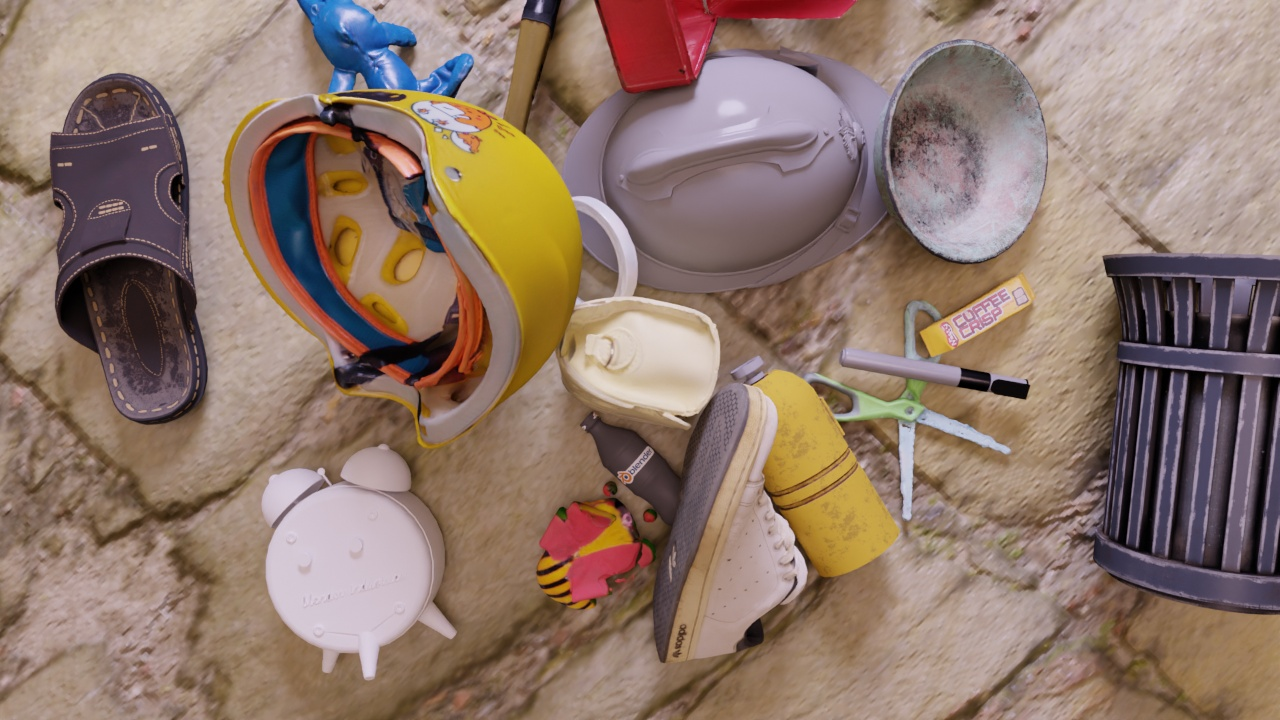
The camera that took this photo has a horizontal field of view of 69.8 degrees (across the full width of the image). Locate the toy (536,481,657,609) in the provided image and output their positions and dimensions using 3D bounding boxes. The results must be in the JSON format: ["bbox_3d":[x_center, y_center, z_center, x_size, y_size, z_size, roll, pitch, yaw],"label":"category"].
[{"bbox_3d":[-0.038,0.146,0.707,0.084,0.046,0.103,35,95,-19],"label":"toy"}]

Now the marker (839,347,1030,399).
[{"bbox_3d":[0.222,0.009,0.696,0.140,0.016,0.016,10,92,2],"label":"marker"}]

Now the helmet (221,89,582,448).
[{"bbox_3d":[-0.134,-0.079,0.584,0.240,0.139,0.210,32,131,24],"label":"helmet"}]

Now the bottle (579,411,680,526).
[{"bbox_3d":[-0.002,0.081,0.705,0.110,0.036,0.036,43,92,0],"label":"bottle"}]

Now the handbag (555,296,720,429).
[{"bbox_3d":[-0.004,0.004,0.662,0.111,0.119,0.081,10,84,0],"label":"handbag"}]

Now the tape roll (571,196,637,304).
[{"bbox_3d":[-0.041,-0.075,0.684,0.093,0.013,0.093,20,123,35],"label":"tape roll"}]

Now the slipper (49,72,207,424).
[{"bbox_3d":[-0.389,-0.084,0.690,0.113,0.075,0.268,-7,91,1],"label":"slipper"}]

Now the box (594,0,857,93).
[{"bbox_3d":[0.032,-0.279,0.610,0.168,0.154,0.157,-43,131,-24],"label":"box"}]

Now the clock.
[{"bbox_3d":[-0.217,0.153,0.694,0.125,0.073,0.161,-16,91,2],"label":"clock"}]

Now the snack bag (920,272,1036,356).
[{"bbox_3d":[0.258,-0.035,0.698,0.099,0.020,0.026,-28,90,-10],"label":"snack bag"}]

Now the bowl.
[{"bbox_3d":[0.227,-0.149,0.671,0.157,0.039,0.157,-2,95,-25],"label":"bowl"}]

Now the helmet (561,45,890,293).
[{"bbox_3d":[0.074,-0.146,0.657,0.271,0.117,0.183,-11,91,0],"label":"helmet"}]

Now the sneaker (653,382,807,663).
[{"bbox_3d":[0.075,0.128,0.648,0.102,0.088,0.242,7,124,-8],"label":"sneaker"}]

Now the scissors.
[{"bbox_3d":[0.209,0.035,0.710,0.171,0.022,0.174,19,87,-1],"label":"scissors"}]

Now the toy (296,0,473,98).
[{"bbox_3d":[-0.194,-0.228,0.688,0.113,0.071,0.176,-37,91,13],"label":"toy"}]

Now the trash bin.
[{"bbox_3d":[0.402,0.045,0.637,0.164,0.164,0.227,3,95,1],"label":"trash bin"}]

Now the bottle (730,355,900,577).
[{"bbox_3d":[0.121,0.072,0.686,0.071,0.071,0.164,-31,91,2],"label":"bottle"}]

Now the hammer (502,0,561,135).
[{"bbox_3d":[-0.070,-0.267,0.670,0.025,0.118,0.333,13,87,-2],"label":"hammer"}]
